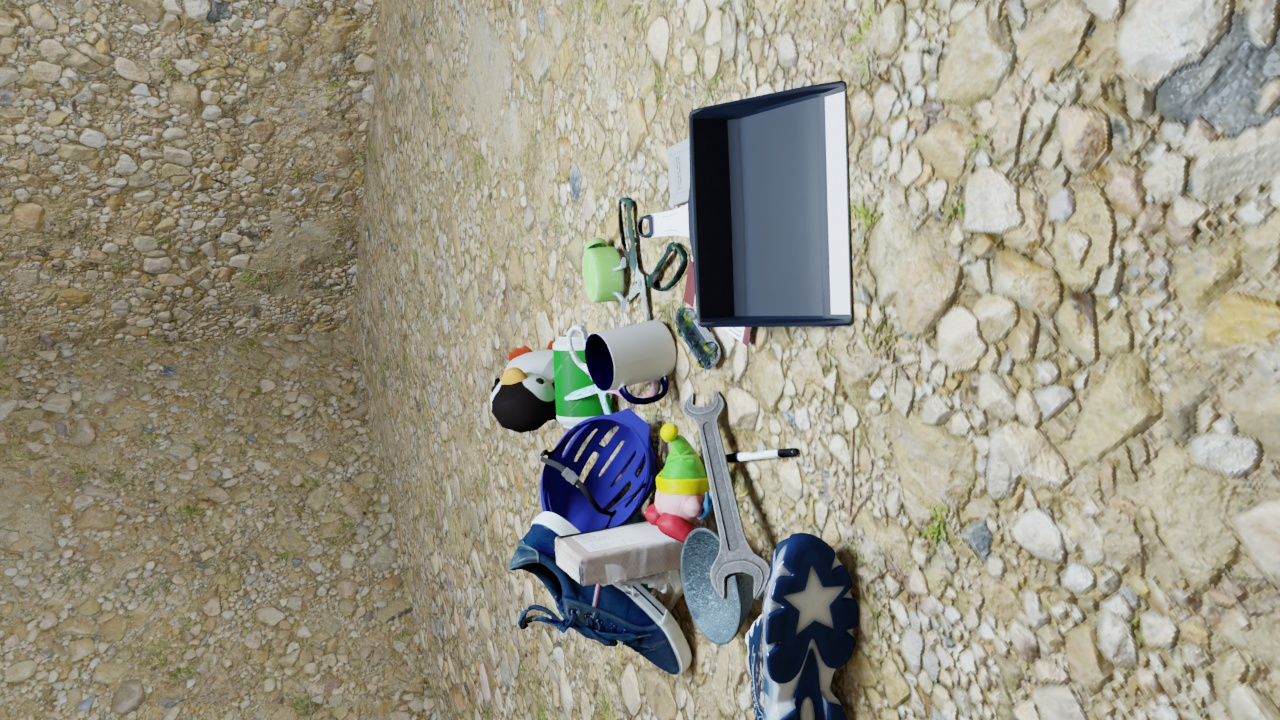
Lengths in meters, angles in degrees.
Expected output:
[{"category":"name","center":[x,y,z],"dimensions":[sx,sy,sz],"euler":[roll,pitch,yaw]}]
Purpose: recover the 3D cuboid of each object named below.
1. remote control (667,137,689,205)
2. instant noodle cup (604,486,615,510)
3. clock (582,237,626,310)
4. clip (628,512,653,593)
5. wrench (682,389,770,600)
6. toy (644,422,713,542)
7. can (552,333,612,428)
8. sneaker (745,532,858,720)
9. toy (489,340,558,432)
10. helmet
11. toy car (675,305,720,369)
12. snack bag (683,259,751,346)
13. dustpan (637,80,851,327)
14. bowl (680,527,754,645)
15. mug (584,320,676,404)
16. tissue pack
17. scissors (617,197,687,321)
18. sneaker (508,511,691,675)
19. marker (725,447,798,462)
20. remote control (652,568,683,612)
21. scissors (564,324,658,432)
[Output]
[{"category":"remote control","center":[0.075,-0.234,1.101],"dimensions":[0.151,0.019,0.074],"euler":[179,86,-65]},{"category":"instant noodle cup","center":[-0.071,0.253,1.423],"dimensions":[0.101,0.100,0.112],"euler":[-46,62,58]},{"category":"clock","center":[-0.057,-0.130,1.357],"dimensions":[0.119,0.042,0.094],"euler":[-132,39,-62]},{"category":"clip","center":[0.000,0.284,1.335],"dimensions":[0.097,0.026,0.116],"euler":[-173,87,-67]},{"category":"wrench","center":[0.095,0.149,1.066],"dimensions":[0.070,0.010,0.272],"euler":[-24,54,19]},{"category":"toy","center":[0.050,0.155,1.155],"dimensions":[0.131,0.096,0.124],"euler":[-65,19,0]},{"category":"can","center":[-0.089,0.031,1.411],"dimensions":[0.088,0.087,0.140],"euler":[9,103,64]},{"category":"sneaker","center":[0.152,0.301,0.971],"dimensions":[0.132,0.103,0.269],"euler":[-149,55,-68]},{"category":"toy","center":[-0.174,0.063,1.480],"dimensions":[0.183,0.159,0.140],"euler":[-55,-47,-68]},{"category":"helmet","center":[-0.076,0.173,1.268],"dimensions":[0.148,0.227,0.242],"euler":[40,110,13]},{"category":"toy car","center":[0.072,-0.030,1.135],"dimensions":[0.089,0.027,0.039],"euler":[59,150,29]},{"category":"snack bag","center":[0.093,-0.072,1.102],"dimensions":[0.158,0.013,0.057],"euler":[41,131,55]},{"category":"dustpan","center":[0.098,-0.153,0.979],"dimensions":[0.274,0.080,0.236],"euler":[5,99,60]},{"category":"bowl","center":[0.105,0.263,1.091],"dimensions":[0.137,0.057,0.137],"euler":[20,112,62]},{"category":"mug","center":[-0.007,0.007,1.222],"dimensions":[0.112,0.096,0.079],"euler":[66,149,19]},{"category":"tissue pack","center":[-0.010,0.255,1.183],"dimensions":[0.104,0.181,0.071],"euler":[18,107,61]},{"category":"scissors","center":[0.011,-0.143,1.255],"dimensions":[0.206,0.015,0.201],"euler":[-20,79,63]},{"category":"sneaker","center":[-0.063,0.347,1.242],"dimensions":[0.294,0.127,0.121],"euler":[42,148,-5]},{"category":"marker","center":[0.135,0.110,1.055],"dimensions":[0.152,0.011,0.011],"euler":[-18,78,63]},{"category":"remote control","center":[0.038,0.326,1.288],"dimensions":[0.126,0.018,0.038],"euler":[113,143,-46]},{"category":"scissors","center":[-0.054,0.023,1.318],"dimensions":[0.171,0.013,0.177],"euler":[-16,105,39]}]
